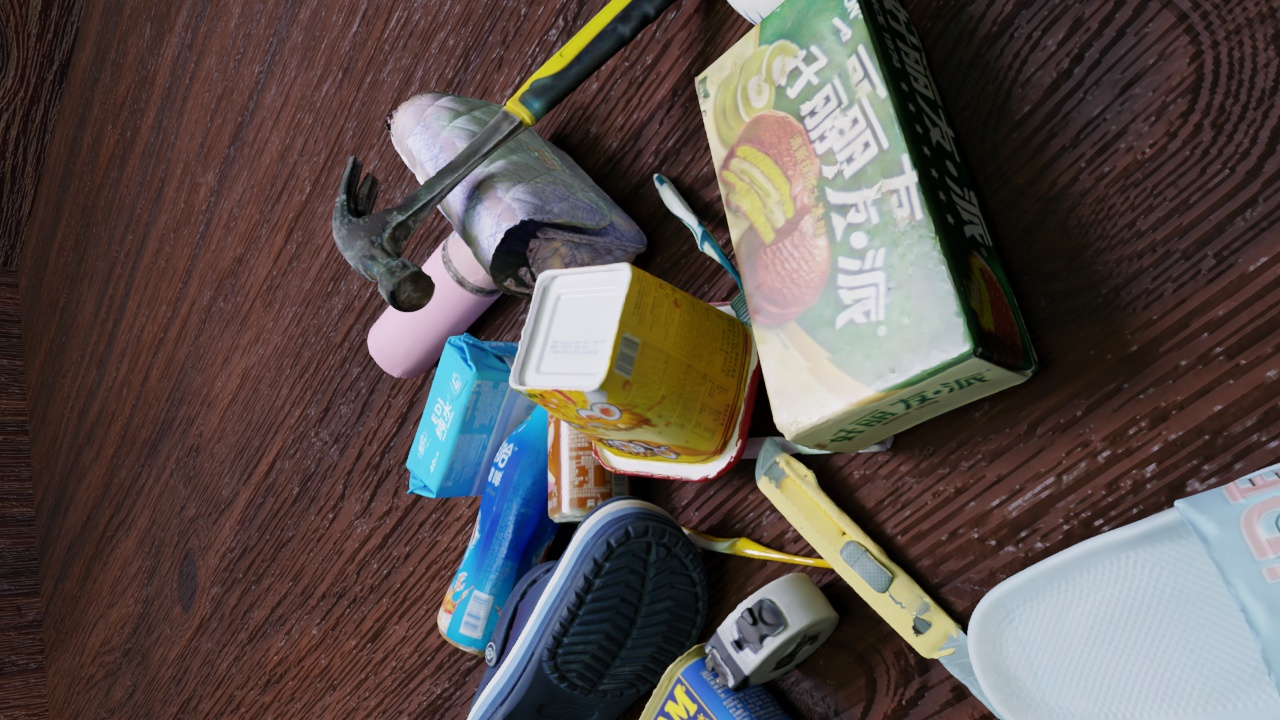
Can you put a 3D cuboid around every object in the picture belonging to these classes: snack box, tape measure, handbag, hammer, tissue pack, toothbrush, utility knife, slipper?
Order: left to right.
[{"bbox_3d":[-0.125,0.047,0.725,0.063,0.089,0.140,38,114,44],"label":"tissue pack"},{"bbox_3d":[-0.090,-0.122,0.670,0.194,0.134,0.076,48,121,37],"label":"handbag"},{"bbox_3d":[-0.068,-0.173,0.595,0.323,0.032,0.126,-44,54,-7],"label":"hammer"},{"bbox_3d":[-0.042,0.186,0.624,0.253,0.105,0.095,-60,31,24],"label":"slipper"},{"bbox_3d":[0.038,-0.074,0.578,0.018,0.016,0.191,-44,38,13],"label":"toothbrush"},{"bbox_3d":[0.061,0.112,0.572,0.192,0.016,0.018,-2,75,48],"label":"toothbrush"},{"bbox_3d":[0.069,0.052,0.564,0.190,0.029,0.021,-11,123,47],"label":"toothbrush"},{"bbox_3d":[0.076,0.151,0.513,0.033,0.065,0.066,52,125,32],"label":"tape measure"},{"bbox_3d":[0.108,-0.082,0.486,0.115,0.063,0.239,-31,59,41],"label":"snack box"},{"bbox_3d":[0.128,0.114,0.489,0.198,0.021,0.031,44,105,27],"label":"utility knife"},{"bbox_3d":[0.228,0.096,0.346,0.246,0.074,0.104,-33,62,43],"label":"slipper"}]

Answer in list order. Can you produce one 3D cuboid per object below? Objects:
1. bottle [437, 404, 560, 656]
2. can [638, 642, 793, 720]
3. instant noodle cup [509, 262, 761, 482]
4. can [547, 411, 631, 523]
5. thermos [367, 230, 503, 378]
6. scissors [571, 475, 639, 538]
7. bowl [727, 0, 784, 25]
[{"bbox_3d":[-0.089,0.110,0.693,0.065,0.065,0.218,20,90,47],"label":"bottle"},{"bbox_3d":[0.045,0.234,0.549,0.083,0.057,0.102,42,118,39],"label":"can"},{"bbox_3d":[-0.003,0.003,0.548,0.116,0.123,0.116,0,69,41],"label":"instant noodle cup"},{"bbox_3d":[-0.036,0.039,0.642,0.058,0.057,0.147,-14,73,46],"label":"can"},{"bbox_3d":[-0.166,-0.066,0.806,0.199,0.067,0.087,-40,29,39],"label":"thermos"},{"bbox_3d":[-0.048,0.174,0.687,0.206,0.015,0.197,-25,68,44],"label":"scissors"},{"bbox_3d":[0.084,-0.257,0.539,0.117,0.066,0.116,-5,83,47],"label":"bowl"}]
